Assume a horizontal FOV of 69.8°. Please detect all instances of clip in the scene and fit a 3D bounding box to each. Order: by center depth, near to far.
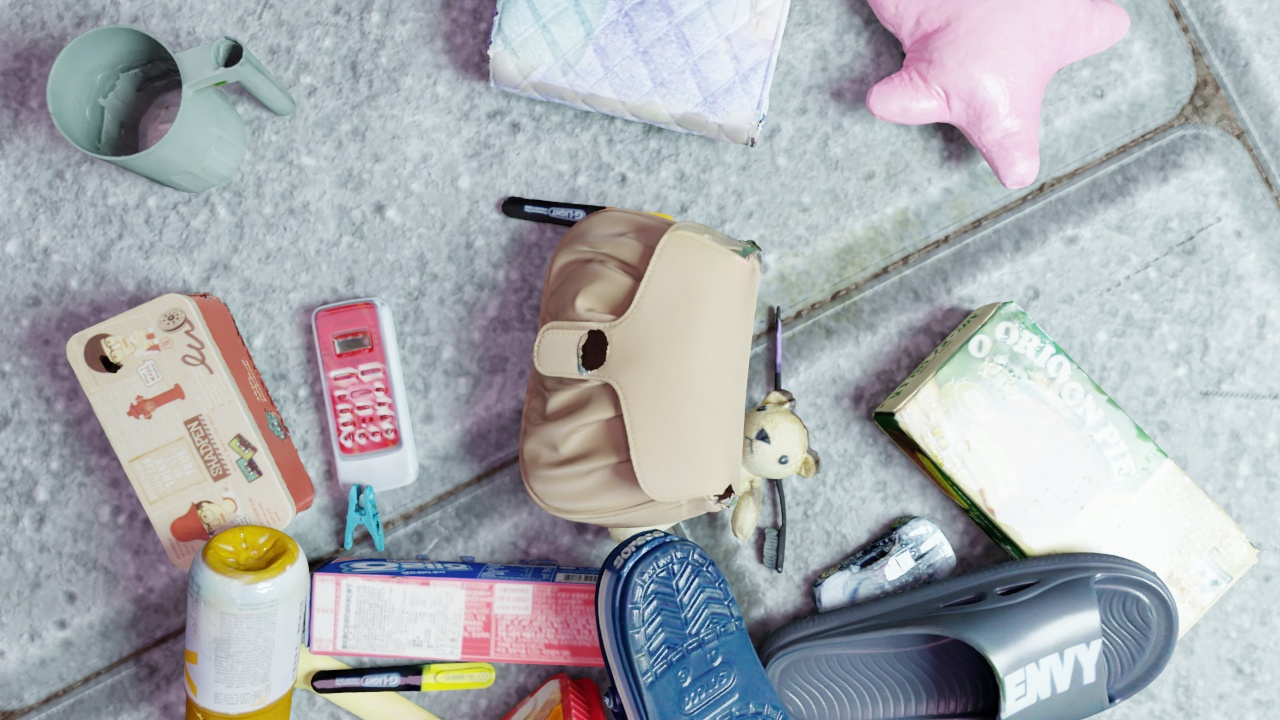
[{"bbox_3d":[-0.192,0.109,0.633,0.038,0.013,0.056,4,116,-1],"label":"clip"}]

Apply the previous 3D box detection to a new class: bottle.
[{"bbox_3d":[-0.255,0.197,0.587,0.068,0.067,0.190,15,114,0],"label":"bottle"}]

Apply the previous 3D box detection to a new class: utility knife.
[{"bbox_3d":[-0.196,0.234,0.637,0.151,0.018,0.031,30,90,2],"label":"utility knife"}]

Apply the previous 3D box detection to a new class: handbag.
[{"bbox_3d":[-0.003,0.003,0.582,0.148,0.099,0.204,0,77,29],"label":"handbag"},{"bbox_3d":[0.002,-0.231,0.628,0.194,0.075,0.134,14,92,1],"label":"handbag"}]

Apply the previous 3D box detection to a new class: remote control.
[{"bbox_3d":[-0.193,0.025,0.642,0.056,0.020,0.136,-10,88,-2],"label":"remote control"}]

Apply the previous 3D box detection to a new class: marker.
[{"bbox_3d":[-0.162,0.219,0.631,0.124,0.015,0.018,0,77,-8],"label":"marker"},{"bbox_3d":[-0.037,-0.102,0.651,0.124,0.015,0.018,7,83,1],"label":"marker"}]

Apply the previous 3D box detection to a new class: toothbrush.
[{"bbox_3d":[0.095,0.055,0.649,0.017,0.014,0.189,0,88,11],"label":"toothbrush"}]

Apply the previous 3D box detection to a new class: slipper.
[{"bbox_3d":[0.203,0.202,0.579,0.268,0.083,0.111,-15,101,15],"label":"slipper"},{"bbox_3d":[0.029,0.222,0.589,0.105,0.095,0.253,-30,109,-25],"label":"slipper"}]

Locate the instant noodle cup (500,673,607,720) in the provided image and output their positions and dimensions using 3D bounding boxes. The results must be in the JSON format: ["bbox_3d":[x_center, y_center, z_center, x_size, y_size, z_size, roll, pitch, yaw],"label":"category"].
[{"bbox_3d":[-0.043,0.291,0.595,0.116,0.116,0.124,-41,101,-2],"label":"instant noodle cup"}]

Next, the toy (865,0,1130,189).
[{"bbox_3d":[0.234,-0.232,0.632,0.178,0.074,0.194,32,84,3],"label":"toy"}]

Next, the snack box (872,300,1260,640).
[{"bbox_3d":[0.284,0.082,0.625,0.240,0.063,0.114,45,88,1],"label":"snack box"}]

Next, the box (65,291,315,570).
[{"bbox_3d":[-0.296,0.044,0.618,0.091,0.079,0.168,-24,94,-3],"label":"box"}]

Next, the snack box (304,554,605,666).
[{"bbox_3d":[-0.115,0.167,0.620,0.207,0.057,0.058,3,90,-1],"label":"snack box"}]

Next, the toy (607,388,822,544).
[{"bbox_3d":[0.041,0.076,0.621,0.157,0.066,0.105,-26,73,10],"label":"toy"}]

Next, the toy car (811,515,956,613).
[{"bbox_3d":[0.169,0.151,0.637,0.105,0.031,0.049,-35,88,-1],"label":"toy car"}]

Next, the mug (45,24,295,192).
[{"bbox_3d":[-0.300,-0.167,0.606,0.124,0.103,0.083,-19,88,-3],"label":"mug"}]
